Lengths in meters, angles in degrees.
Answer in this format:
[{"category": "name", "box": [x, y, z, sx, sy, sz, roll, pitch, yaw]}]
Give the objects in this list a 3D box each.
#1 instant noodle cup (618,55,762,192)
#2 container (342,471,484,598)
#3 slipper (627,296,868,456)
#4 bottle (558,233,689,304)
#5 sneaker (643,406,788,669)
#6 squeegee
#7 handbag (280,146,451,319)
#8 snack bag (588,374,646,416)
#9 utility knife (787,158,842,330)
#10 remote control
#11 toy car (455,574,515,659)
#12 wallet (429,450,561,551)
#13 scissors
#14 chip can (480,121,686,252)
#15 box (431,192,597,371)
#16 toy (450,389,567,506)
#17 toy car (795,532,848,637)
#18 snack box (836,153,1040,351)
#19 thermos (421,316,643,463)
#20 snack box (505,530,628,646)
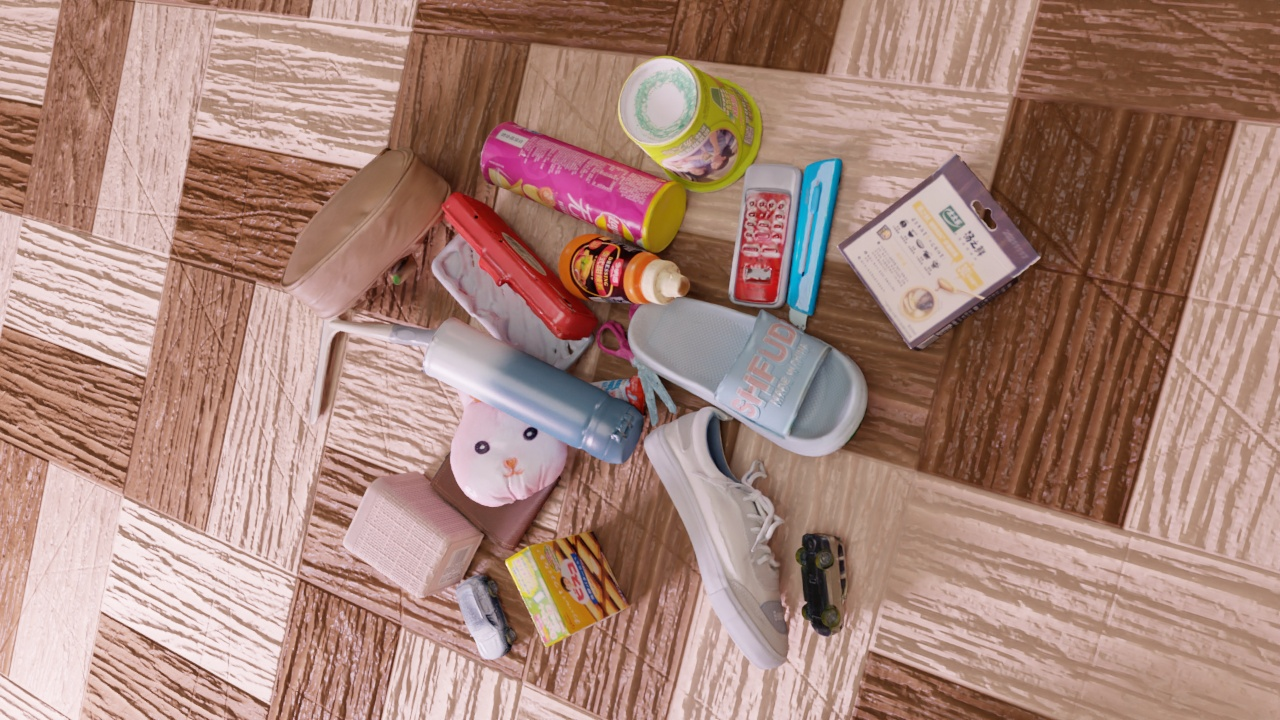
[{"category": "instant noodle cup", "box": [0.041, -0.223, 0.848, 0.112, 0.123, 0.111, -1, 87, 25]}, {"category": "container", "box": [-0.240, 0.189, 0.988, 0.111, 0.090, 0.090, 31, 101, 20]}, {"category": "slipper", "box": [0.092, -0.003, 0.830, 0.245, 0.074, 0.104, 25, 72, 27]}, {"category": "bottle", "box": [-0.013, -0.082, 0.883, 0.150, 0.066, 0.067, 17, 95, 42]}, {"category": "sneaker", "box": [0.092, 0.153, 0.837, 0.091, 0.089, 0.242, -31, 70, 17]}, {"category": "squeegee", "box": [-0.282, -0.030, 1.041, 0.247, 0.039, 0.246, 9, 92, 25]}, {"category": "handbag", "box": [-0.296, -0.139, 1.002, 0.204, 0.100, 0.147, -41, 36, 6]}, {"category": "snack bag", "box": [-0.036, 0.036, 0.930, 0.104, 0.026, 0.048, -1, 74, 25]}, {"category": "utility knife", "box": [0.158, -0.107, 0.848, 0.034, 0.018, 0.159, 10, 94, 25]}, {"category": "remote control", "box": [0.118, -0.118, 0.865, 0.056, 0.020, 0.136, 9, 92, 26]}, {"category": "toy car", "box": [-0.168, 0.275, 0.981, 0.043, 0.034, 0.090, -28, 78, 18]}, {"category": "wallet", "box": [-0.154, 0.129, 0.981, 0.124, 0.032, 0.101, 37, 101, 21]}, {"category": "scissors", "box": [-0.006, 0.008, 0.906, 0.084, 0.017, 0.137, -18, 66, 18]}, {"category": "chip can", "box": [-0.060, -0.177, 0.924, 0.211, 0.071, 0.071, 26, 99, 24]}, {"category": "box", "box": [-0.143, -0.070, 0.947, 0.201, 0.095, 0.102, 46, 104, 19]}, {"category": "toy", "box": [-0.141, 0.070, 0.944, 0.121, 0.054, 0.159, -18, 63, 0]}, {"category": "toy car", "box": [0.165, 0.200, 0.820, 0.035, 0.042, 0.090, -1, 85, -19]}, {"category": "snack box", "box": [0.252, -0.089, 0.782, 0.126, 0.053, 0.113, -37, 73, 19]}, {"category": "thermos", "box": [-0.103, 0.032, 0.896, 0.220, 0.070, 0.070, 26, 99, 8]}, {"category": "snack box", "box": [-0.067, 0.214, 0.875, 0.034, 0.140, 0.087, -33, 75, 18]}]
